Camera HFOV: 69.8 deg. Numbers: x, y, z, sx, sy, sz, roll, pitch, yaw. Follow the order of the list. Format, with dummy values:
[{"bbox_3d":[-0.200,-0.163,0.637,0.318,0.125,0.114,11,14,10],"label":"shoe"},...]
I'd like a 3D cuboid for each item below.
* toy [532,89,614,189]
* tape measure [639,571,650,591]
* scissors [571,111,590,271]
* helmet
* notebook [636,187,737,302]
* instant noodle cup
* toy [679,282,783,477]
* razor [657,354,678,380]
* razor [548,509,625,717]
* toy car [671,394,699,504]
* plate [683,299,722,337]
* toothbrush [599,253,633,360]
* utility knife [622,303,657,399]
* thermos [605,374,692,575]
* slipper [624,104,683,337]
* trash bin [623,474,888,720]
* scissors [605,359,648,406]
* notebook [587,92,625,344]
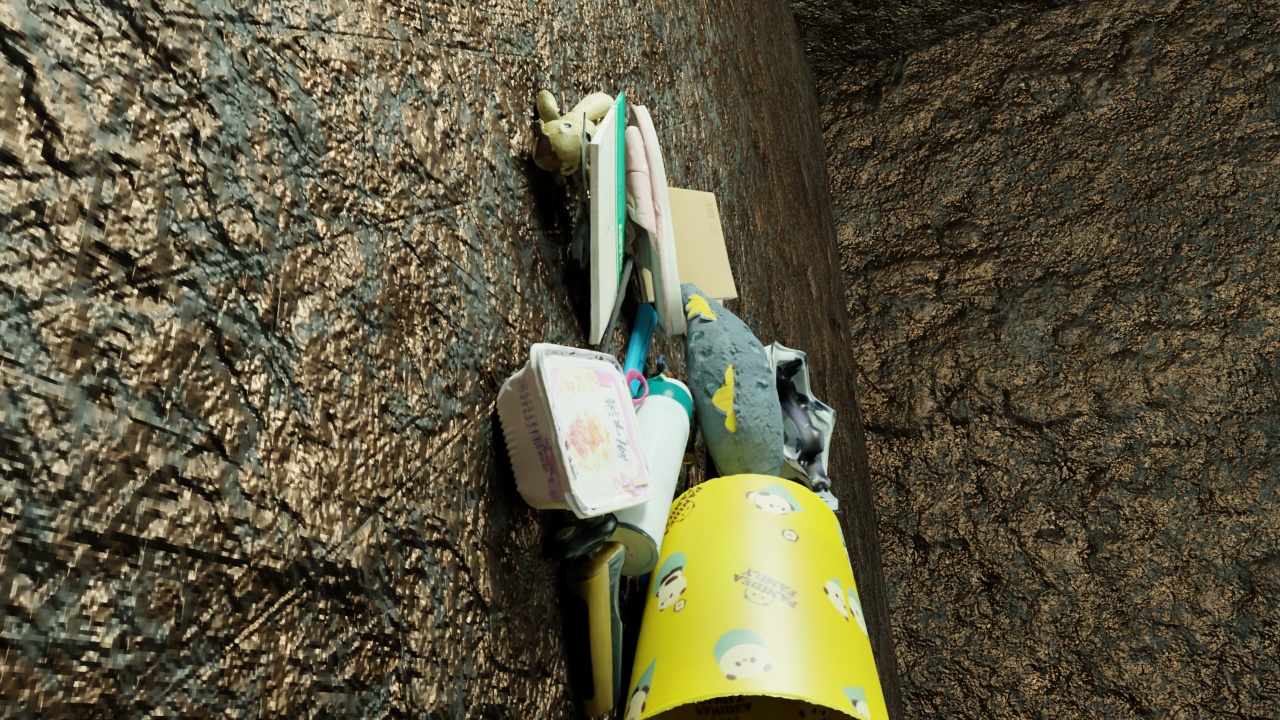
[{"bbox_3d":[-0.058,-0.224,0.907,0.105,0.066,0.156,66,29,-20],"label":"toy"},{"bbox_3d":[0.020,0.218,0.949,0.058,0.025,0.054,53,33,-53],"label":"tape measure"},{"bbox_3d":[-0.054,-0.151,0.858,0.173,0.014,0.142,-14,114,-87],"label":"scissors"},{"bbox_3d":[0.169,0.101,1.250,0.258,0.146,0.228,48,34,-42],"label":"helmet"},{"bbox_3d":[0.054,-0.150,1.176,0.211,0.012,0.149,-8,86,-54],"label":"notebook"},{"bbox_3d":[-0.056,0.062,0.754,0.173,0.060,0.138,12,61,-71],"label":"instant noodle cup"},{"bbox_3d":[0.098,0.045,0.997,0.138,0.091,0.355,107,-27,-63],"label":"toy"},{"bbox_3d":[0.027,0.050,1.067,0.142,0.022,0.043,-75,147,-50],"label":"razor"},{"bbox_3d":[-0.041,0.208,0.759,0.067,0.062,0.167,-2,87,-40],"label":"razor"},{"bbox_3d":[0.046,0.102,1.043,0.157,0.042,0.070,-78,176,-52],"label":"toy car"},{"bbox_3d":[0.078,-0.118,1.271,0.192,0.039,0.192,-11,90,-71],"label":"plate"},{"bbox_3d":[-0.023,-0.048,0.949,0.016,0.018,0.180,100,1,-50],"label":"toothbrush"},{"bbox_3d":[-0.006,0.006,1.005,0.202,0.018,0.034,-76,150,-47],"label":"utility knife"},{"bbox_3d":[0.008,0.104,0.898,0.223,0.073,0.073,-71,145,-50],"label":"thermos"},{"bbox_3d":[0.005,-0.157,1.035,0.114,0.054,0.274,91,-10,-78],"label":"slipper"},{"bbox_3d":[0.099,0.253,0.808,0.254,0.230,0.230,-82,154,-54],"label":"trash bin"},{"bbox_3d":[-0.026,0.059,0.893,0.064,0.017,0.135,24,52,-15],"label":"scissors"},{"bbox_3d":[-0.032,-0.142,0.914,0.150,0.012,0.209,-73,167,-55],"label":"notebook"}]
